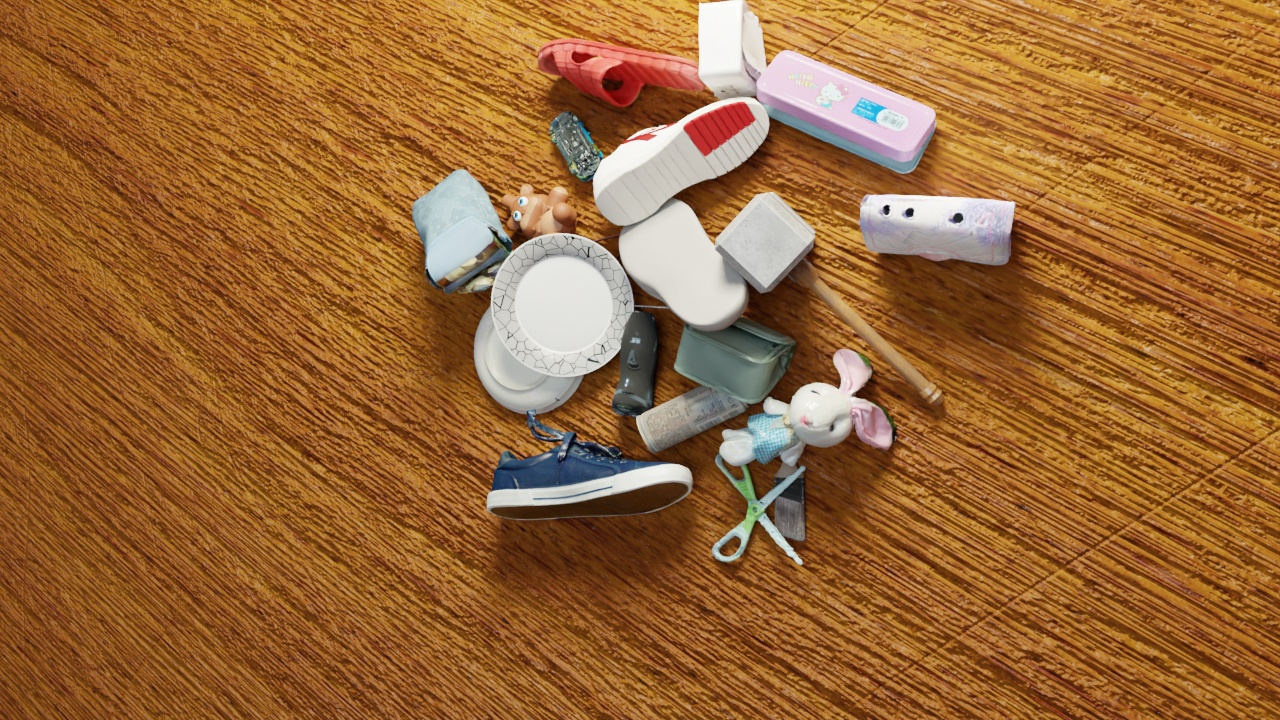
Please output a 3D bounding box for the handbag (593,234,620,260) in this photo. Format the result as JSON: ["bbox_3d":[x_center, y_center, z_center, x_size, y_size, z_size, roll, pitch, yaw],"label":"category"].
[{"bbox_3d":[-0.057,-0.142,1.237,0.120,0.029,0.055,-25,81,16],"label":"handbag"}]

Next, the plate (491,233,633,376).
[{"bbox_3d":[-0.102,-0.073,1.211,0.188,0.016,0.189,1,101,6],"label":"plate"}]

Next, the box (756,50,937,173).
[{"bbox_3d":[0.243,-0.300,1.097,0.214,0.065,0.078,30,86,21],"label":"box"}]

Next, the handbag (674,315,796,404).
[{"bbox_3d":[0.114,-0.015,1.118,0.122,0.105,0.067,25,126,22],"label":"handbag"}]

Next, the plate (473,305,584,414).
[{"bbox_3d":[-0.159,-0.016,1.272,0.183,0.034,0.182,0,89,23],"label":"plate"}]

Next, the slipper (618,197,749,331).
[{"bbox_3d":[0.063,-0.105,1.126,0.113,0.080,0.265,-43,40,4],"label":"slipper"}]

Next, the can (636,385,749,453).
[{"bbox_3d":[0.066,0.066,1.154,0.136,0.054,0.054,-26,79,13],"label":"can"}]

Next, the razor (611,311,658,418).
[{"bbox_3d":[-0.007,0.007,1.186,0.053,0.063,0.140,9,104,16],"label":"razor"}]

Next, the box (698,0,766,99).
[{"bbox_3d":[0.127,-0.381,1.118,0.091,0.107,0.102,2,90,20],"label":"box"}]

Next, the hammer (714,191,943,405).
[{"bbox_3d":[0.233,-0.060,1.064,0.317,0.162,0.083,43,105,1],"label":"hammer"}]

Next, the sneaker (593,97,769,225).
[{"bbox_3d":[0.043,-0.272,1.164,0.237,0.090,0.104,-31,41,16],"label":"sneaker"}]

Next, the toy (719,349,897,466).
[{"bbox_3d":[0.184,0.068,1.077,0.206,0.105,0.131,-20,78,14],"label":"toy"}]

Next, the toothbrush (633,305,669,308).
[{"bbox_3d":[0.024,-0.072,1.168,0.182,0.010,0.010,7,92,48],"label":"toothbrush"}]

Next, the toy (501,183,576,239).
[{"bbox_3d":[-0.142,-0.199,1.253,0.128,0.065,0.095,28,102,26],"label":"toy"}]

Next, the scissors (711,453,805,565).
[{"bbox_3d":[0.145,0.187,1.142,0.173,0.021,0.171,-45,63,19],"label":"scissors"}]

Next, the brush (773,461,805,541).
[{"bbox_3d":[0.184,0.147,1.134,0.039,0.012,0.151,-1,88,24],"label":"brush"}]

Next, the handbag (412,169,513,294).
[{"bbox_3d":[-0.242,-0.166,1.266,0.122,0.118,0.191,-36,44,5],"label":"handbag"}]

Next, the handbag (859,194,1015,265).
[{"bbox_3d":[0.328,-0.147,1.015,0.159,0.126,0.069,10,95,22],"label":"handbag"}]

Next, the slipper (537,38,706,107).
[{"bbox_3d":[-0.031,-0.364,1.185,0.249,0.103,0.059,14,91,26],"label":"slipper"}]

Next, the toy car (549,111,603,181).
[{"bbox_3d":[-0.084,-0.290,1.245,0.048,0.032,0.105,-39,70,18],"label":"toy car"}]

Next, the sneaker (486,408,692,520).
[{"bbox_3d":[-0.070,0.135,1.207,0.295,0.120,0.127,-7,64,25],"label":"sneaker"}]
